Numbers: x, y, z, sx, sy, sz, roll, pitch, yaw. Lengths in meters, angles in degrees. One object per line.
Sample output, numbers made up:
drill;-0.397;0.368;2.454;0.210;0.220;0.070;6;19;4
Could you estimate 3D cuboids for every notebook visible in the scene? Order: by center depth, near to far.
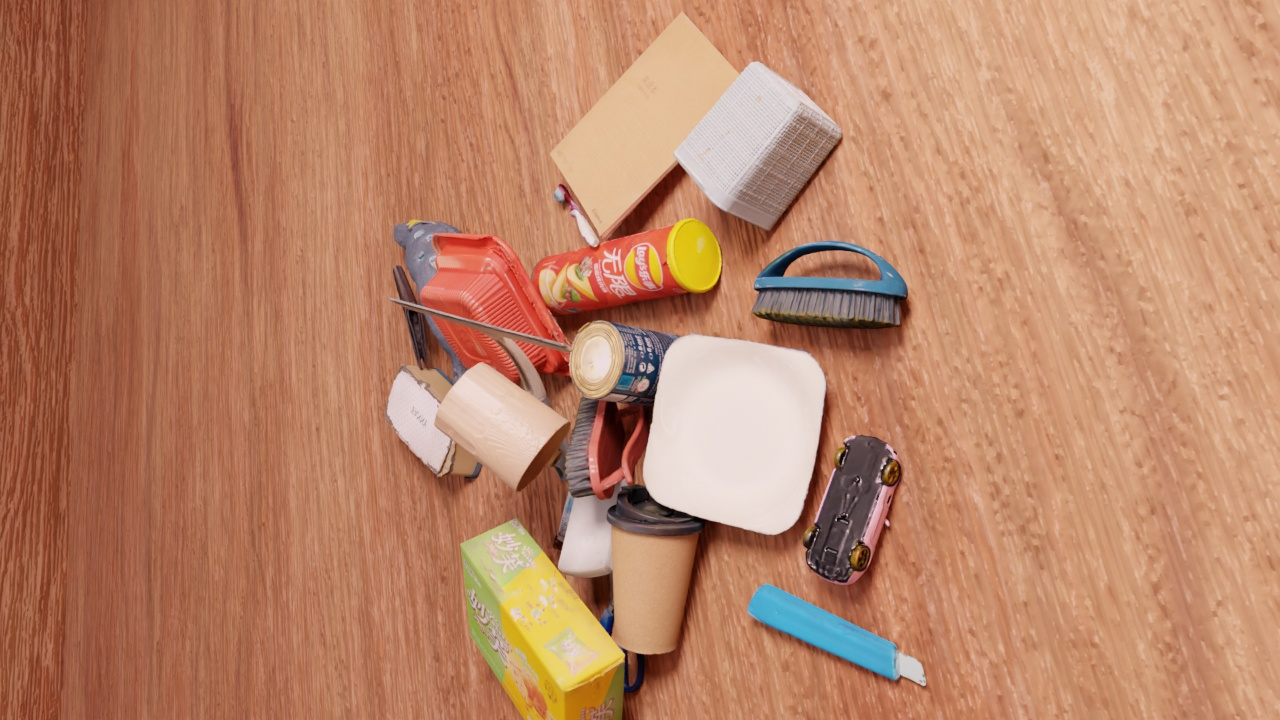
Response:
notebook;0.003;-0.248;0.961;0.212;0.012;0.149;-43;54;18

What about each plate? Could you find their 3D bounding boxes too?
plate;0.086;0.064;0.822;0.164;0.034;0.163;11;91;31

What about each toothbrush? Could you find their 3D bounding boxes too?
toothbrush;-0.073;-0.158;1.002;0.017;0.016;0.187;-47;31;11

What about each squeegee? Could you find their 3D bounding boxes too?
squeegee;-0.114;0.036;0.946;0.247;0.247;0.039;14;53;38

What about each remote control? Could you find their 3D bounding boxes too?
remote control;-0.043;0.152;0.919;0.056;0.019;0.134;-9;51;27

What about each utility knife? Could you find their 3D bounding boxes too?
utility knife;0.158;0.225;0.753;0.166;0.018;0.034;15;97;43

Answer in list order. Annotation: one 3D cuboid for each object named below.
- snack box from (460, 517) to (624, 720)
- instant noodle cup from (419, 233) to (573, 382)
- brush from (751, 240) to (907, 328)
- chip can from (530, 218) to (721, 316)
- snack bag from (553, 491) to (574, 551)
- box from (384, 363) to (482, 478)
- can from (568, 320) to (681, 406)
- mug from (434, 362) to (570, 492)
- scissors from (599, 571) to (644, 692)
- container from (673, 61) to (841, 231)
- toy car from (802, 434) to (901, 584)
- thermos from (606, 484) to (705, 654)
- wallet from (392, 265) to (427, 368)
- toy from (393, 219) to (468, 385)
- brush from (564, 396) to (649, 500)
snack box;-0.101;0.286;0.919;0.210;0.069;0.158;41;141;40
instant noodle cup;-0.164;-0.049;1.003;0.165;0.079;0.189;9;135;50
brush;0.158;-0.064;0.774;0.144;0.055;0.073;6;88;45
chip can;-0.021;-0.092;0.944;0.217;0.073;0.073;-6;79;44
snack bag;-0.066;0.159;0.979;0.045;0.026;0.105;16;95;27
box;-0.254;0.078;1.159;0.184;0.059;0.090;37;110;40
can;-0.005;0.005;0.885;0.075;0.111;0.075;-9;77;44
mug;-0.130;0.065;0.898;0.103;0.124;0.084;36;88;8
scissors;-0.031;0.254;0.941;0.147;0.012;0.169;-42;55;31
container;0.108;-0.193;0.824;0.112;0.090;0.090;-49;53;24
toy car;0.174;0.121;0.744;0.056;0.037;0.122;16;83;42
thermos;0.011;0.195;0.861;0.093;0.092;0.143;11;99;45
wallet;-0.303;-0.059;1.209;0.122;0.020;0.096;-126;29;-54
toy;-0.244;-0.088;1.154;0.138;0.091;0.356;-57;46;38
brush;-0.030;0.082;0.887;0.069;0.145;0.063;-11;115;11
